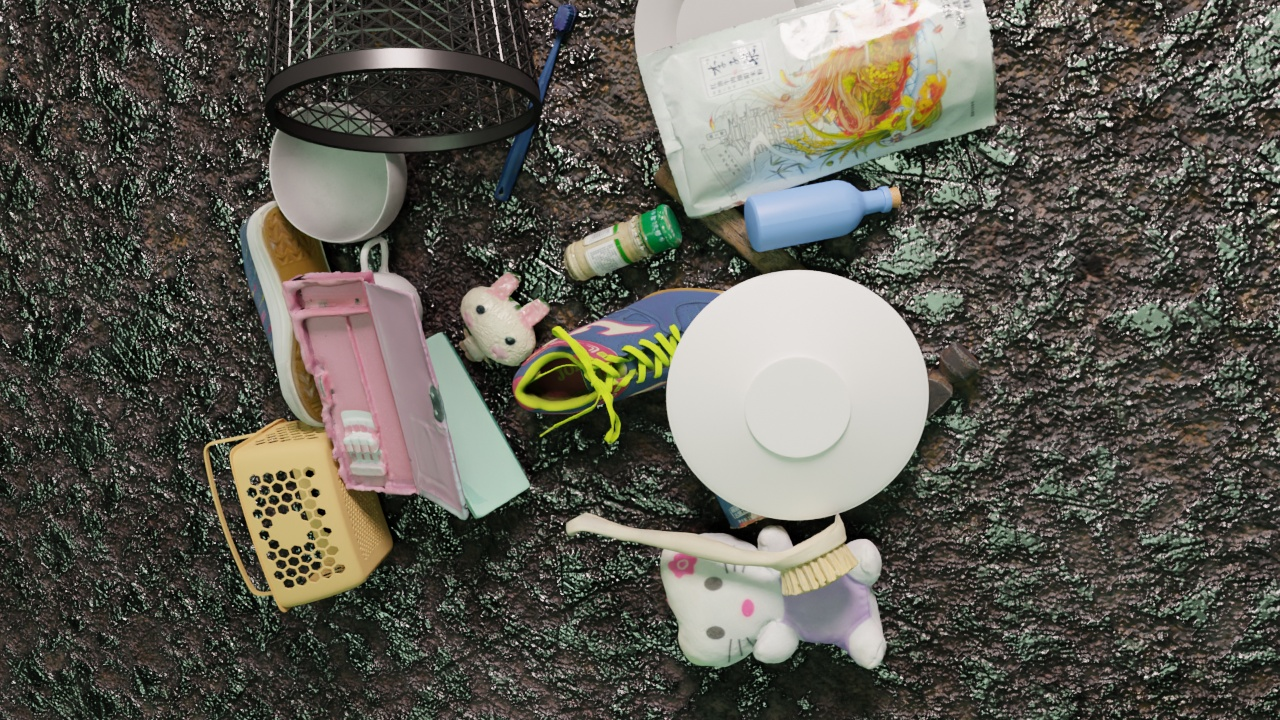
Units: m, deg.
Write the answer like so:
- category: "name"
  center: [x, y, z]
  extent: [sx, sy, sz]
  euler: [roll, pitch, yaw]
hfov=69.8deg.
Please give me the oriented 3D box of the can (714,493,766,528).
- category: "can"
  center: [0.118, 0.114, 0.870]
  extent: [0.100, 0.053, 0.059]
  euler: [-24, 99, 21]

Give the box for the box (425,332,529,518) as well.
- category: "box"
  center: [-0.191, 0.066, 0.959]
  extent: [0.077, 0.079, 0.189]
  euler: [-32, 96, -19]

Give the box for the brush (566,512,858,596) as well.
- category: "brush"
  center: [0.060, 0.167, 0.838]
  extent: [0.272, 0.062, 0.077]
  euler: [3, 77, 17]

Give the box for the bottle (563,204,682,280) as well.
- category: "bottle"
  center: [-0.018, -0.107, 0.852]
  extent: [0.110, 0.042, 0.042]
  euler: [-19, 99, 21]

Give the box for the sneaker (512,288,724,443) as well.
- category: "sneaker"
  center: [-0.005, 0.004, 0.853]
  extent: [0.242, 0.091, 0.116]
  euler: [-17, 97, 19]

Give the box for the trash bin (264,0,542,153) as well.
- category: "trash bin"
  center: [-0.198, -0.319, 0.748]
  extent: [0.217, 0.216, 0.243]
  euler: [-5, 88, 17]

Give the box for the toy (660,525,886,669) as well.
- category: "toy"
  center: [0.125, 0.224, 0.881]
  extent: [0.209, 0.085, 0.137]
  euler: [-3, 90, 14]

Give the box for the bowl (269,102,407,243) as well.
- category: "bowl"
  center: [-0.286, -0.183, 0.894]
  extent: [0.132, 0.064, 0.132]
  euler: [4, 106, 15]

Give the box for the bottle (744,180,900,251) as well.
- category: "bottle"
  center: [0.157, -0.128, 0.783]
  extent: [0.131, 0.048, 0.048]
  euler: [-11, 103, -5]

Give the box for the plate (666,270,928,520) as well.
- category: "plate"
  center: [0.136, 0.037, 0.800]
  extent: [0.229, 0.030, 0.229]
  euler: [1, 103, 6]

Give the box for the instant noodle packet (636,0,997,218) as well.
- category: "instant noodle packet"
  center: [0.145, -0.218, 0.751]
  extent: [0.269, 0.057, 0.147]
  euler: [-15, 112, 12]

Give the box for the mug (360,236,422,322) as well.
- category: "mug"
  center: [-0.268, -0.061, 0.917]
  extent: [0.090, 0.076, 0.124]
  euler: [10, 107, 13]

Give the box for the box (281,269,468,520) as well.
- category: "box"
  center: [-0.238, 0.030, 0.870]
  extent: [0.180, 0.055, 0.233]
  euler: [8, 119, 30]

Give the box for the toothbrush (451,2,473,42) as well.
- category: "toothbrush"
  center: [-0.144, -0.383, 0.826]
  extent: [0.017, 0.014, 0.188]
  euler: [24, 110, 16]

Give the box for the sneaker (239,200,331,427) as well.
- category: "sneaker"
  center: [-0.358, -0.047, 0.957]
  extent: [0.079, 0.087, 0.235]
  euler: [1, 106, 44]

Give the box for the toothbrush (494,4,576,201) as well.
- category: "toothbrush"
  center: [-0.100, -0.237, 0.852]
  extent: [0.016, 0.017, 0.190]
  euler: [27, 110, 8]

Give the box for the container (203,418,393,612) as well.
- category: "container"
  center: [-0.376, 0.163, 0.984]
  extent: [0.167, 0.129, 0.183]
  euler: [-11, 102, 9]

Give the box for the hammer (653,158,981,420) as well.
- category: "hammer"
  center: [0.138, -0.062, 0.828]
  extent: [0.330, 0.033, 0.120]
  euler: [41, 113, 2]

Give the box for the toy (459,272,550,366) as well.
- category: "toy"
  center: [-0.143, -0.033, 0.908]
  extent: [0.112, 0.050, 0.087]
  euler: [-40, 91, 16]

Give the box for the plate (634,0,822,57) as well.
- category: "plate"
  center: [0.081, -0.284, 0.787]
  extent: [0.173, 0.019, 0.173]
  euler: [4, 106, 15]
